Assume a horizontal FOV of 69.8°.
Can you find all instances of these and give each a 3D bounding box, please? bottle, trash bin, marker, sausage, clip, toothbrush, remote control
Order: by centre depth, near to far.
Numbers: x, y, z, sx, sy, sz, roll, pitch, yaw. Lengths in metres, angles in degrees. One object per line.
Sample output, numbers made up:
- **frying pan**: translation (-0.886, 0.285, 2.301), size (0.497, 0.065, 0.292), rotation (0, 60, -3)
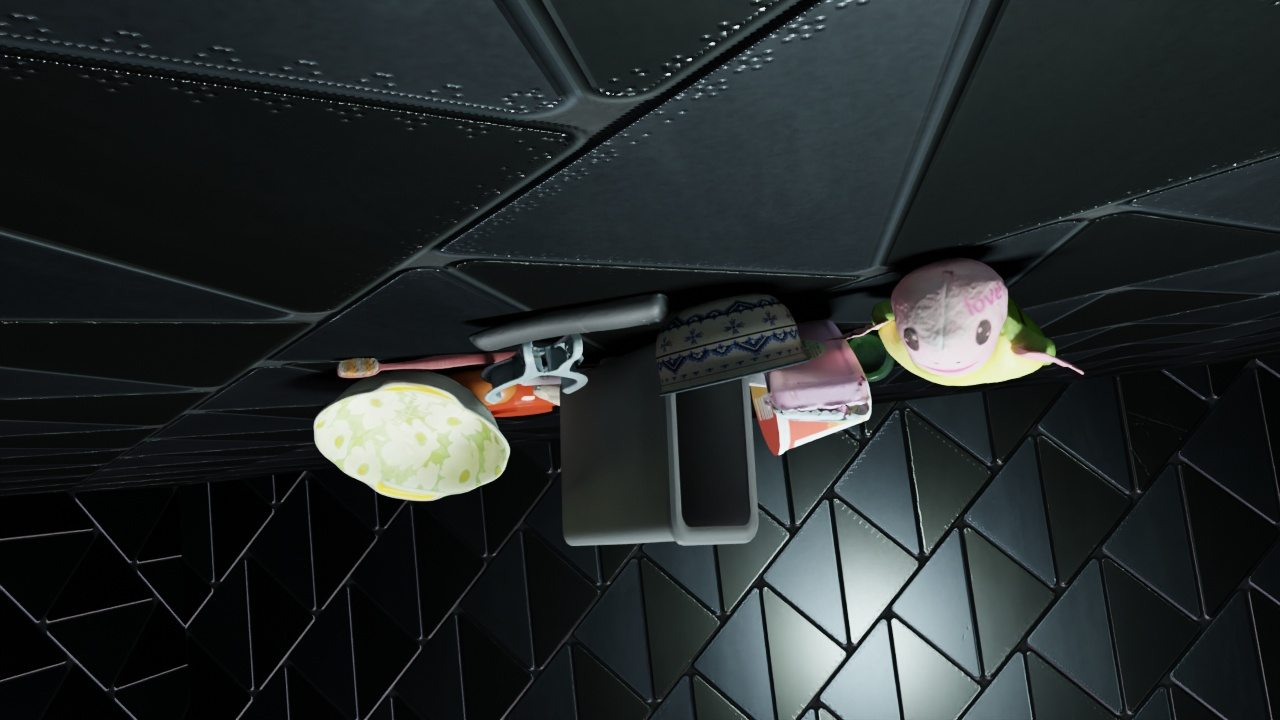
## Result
- **remote control**: translation (-0.051, -0.027, 0.679), size (0.152, 0.020, 0.041), rotation (-10, 171, 14)
- **toothbrush**: translation (-0.177, 0.001, 0.827), size (0.184, 0.015, 0.016), rotation (-4, 170, -24)
- **clip**: translation (-0.119, 0.012, 0.830), size (0.143, 0.029, 0.172), rotation (-11, 167, -7)
- **trash bin**: translation (0.009, 0.089, 0.914), size (0.097, 0.191, 0.220), rotation (5, 166, -31)
- **sausage**: translation (-0.210, 0.034, 0.964), size (0.164, 0.039, 0.044), rotation (-8, -176, 12)
- **marker**: translation (-0.077, 0.019, 1.039), size (0.133, 0.020, 0.017), rotation (-2, 163, -30)
- **bottle**: translation (0.262, -0.002, 1.043), size (0.055, 0.055, 0.174), rotation (-8, 174, 17)

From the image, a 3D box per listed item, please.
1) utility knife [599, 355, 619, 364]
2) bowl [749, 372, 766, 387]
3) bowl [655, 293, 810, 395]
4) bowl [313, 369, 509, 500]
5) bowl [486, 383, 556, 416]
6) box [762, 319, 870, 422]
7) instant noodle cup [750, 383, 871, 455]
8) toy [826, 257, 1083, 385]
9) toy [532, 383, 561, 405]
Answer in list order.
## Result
- **utility knife**: translation (-0.006, 0.006, 1.026), size (0.031, 0.015, 0.158), rotation (-6, 175, 23)
- **bowl**: translation (0.150, 0.000, 0.940), size (0.149, 0.043, 0.149), rotation (4, -174, -1)
- **bowl**: translation (0.064, -0.015, 0.689), size (0.115, 0.059, 0.115), rotation (-13, 178, -1)
- **bowl**: translation (-0.223, 0.064, 0.918), size (0.188, 0.060, 0.220), rotation (11, 141, -10)
- **bowl**: translation (-0.151, 0.050, 1.164), size (0.122, 0.035, 0.122), rotation (-6, 173, -1)
- **box**: translation (0.142, 0.010, 0.785), size (0.086, 0.044, 0.202), rotation (-5, -165, 5)
- **instant noodle cup**: translation (0.213, 0.044, 1.148), size (0.121, 0.123, 0.123), rotation (-13, 174, -4)
- **toy**: translation (0.246, -0.023, 0.714), size (0.190, 0.087, 0.238), rotation (13, 178, 30)
- **toy**: translation (-0.071, 0.037, 1.102), size (0.115, 0.046, 0.092), rotation (6, 171, -24)
